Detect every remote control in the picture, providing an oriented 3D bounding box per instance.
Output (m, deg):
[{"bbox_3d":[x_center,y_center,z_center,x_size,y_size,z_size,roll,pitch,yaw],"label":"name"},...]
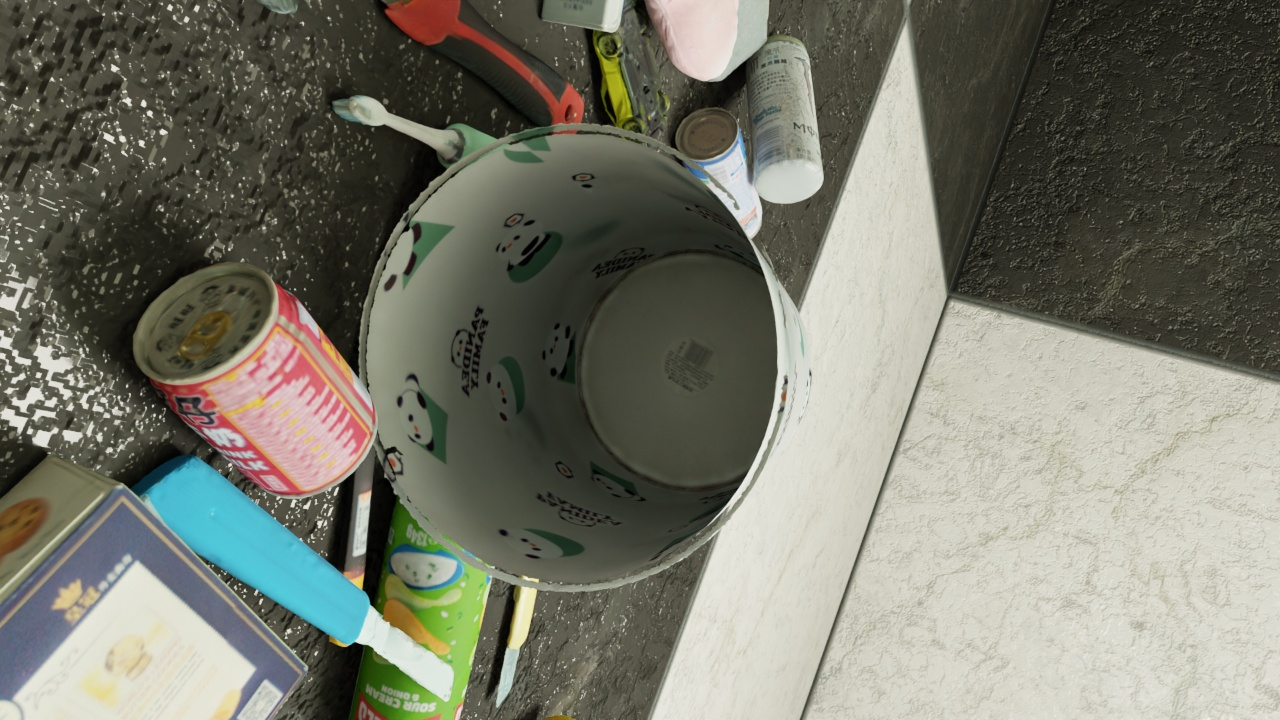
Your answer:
[{"bbox_3d":[-0.026,-0.256,0.524,0.024,0.049,0.125,-18,123,-58],"label":"remote control"}]

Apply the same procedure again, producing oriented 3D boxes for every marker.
[{"bbox_3d":[-0.166,0.106,0.527,0.018,0.015,0.124,-14,117,-64],"label":"marker"}]

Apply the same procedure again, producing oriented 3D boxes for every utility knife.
[{"bbox_3d":[-0.091,0.186,0.736,0.030,0.021,0.201,-5,105,-59],"label":"utility knife"},{"bbox_3d":[-0.160,0.122,0.467,0.234,0.018,0.034,56,50,-40],"label":"utility knife"}]

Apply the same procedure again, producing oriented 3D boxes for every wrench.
[{"bbox_3d":[-0.096,-0.167,0.477,0.273,0.016,0.056,5,102,-66],"label":"wrench"}]

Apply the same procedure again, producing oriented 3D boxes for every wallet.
[{"bbox_3d":[0.081,-0.303,0.735,0.106,0.037,0.130,-48,147,-41],"label":"wallet"}]

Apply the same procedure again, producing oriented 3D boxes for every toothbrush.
[{"bbox_3d":[-0.087,-0.114,0.521,0.224,0.027,0.026,4,90,-66],"label":"toothbrush"}]

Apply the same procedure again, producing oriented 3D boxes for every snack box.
[{"bbox_3d":[-0.240,0.158,0.365,0.177,0.046,0.183,-56,152,-32],"label":"snack box"}]

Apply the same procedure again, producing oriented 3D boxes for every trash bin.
[{"bbox_3d":[-0.003,0.003,0.565,0.251,0.230,0.229,8,99,-72],"label":"trash bin"}]

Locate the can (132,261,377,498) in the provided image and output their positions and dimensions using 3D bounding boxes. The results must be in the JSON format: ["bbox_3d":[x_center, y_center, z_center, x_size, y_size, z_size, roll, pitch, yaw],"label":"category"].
[{"bbox_3d":[-0.163,0.010,0.397,0.066,0.066,0.094,-59,153,-26],"label":"can"}]

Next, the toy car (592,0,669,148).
[{"bbox_3d":[-0.010,-0.194,0.625,0.048,0.032,0.105,-56,140,-42],"label":"toy car"}]

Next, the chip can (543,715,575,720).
[{"bbox_3d":[-0.115,0.363,0.748,0.216,0.073,0.073,-3,110,-64],"label":"chip can"}]

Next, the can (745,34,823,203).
[{"bbox_3d":[0.124,-0.210,0.798,0.058,0.058,0.146,61,26,-59],"label":"can"}]

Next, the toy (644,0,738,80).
[{"bbox_3d":[0.028,-0.262,0.613,0.159,0.054,0.121,31,56,-66],"label":"toy"}]

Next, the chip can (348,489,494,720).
[{"bbox_3d":[-0.140,0.191,0.571,0.072,0.072,0.236,-5,110,-64],"label":"chip can"}]

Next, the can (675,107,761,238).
[{"bbox_3d":[0.071,-0.156,0.797,0.053,0.053,0.134,-64,155,-16],"label":"can"}]
